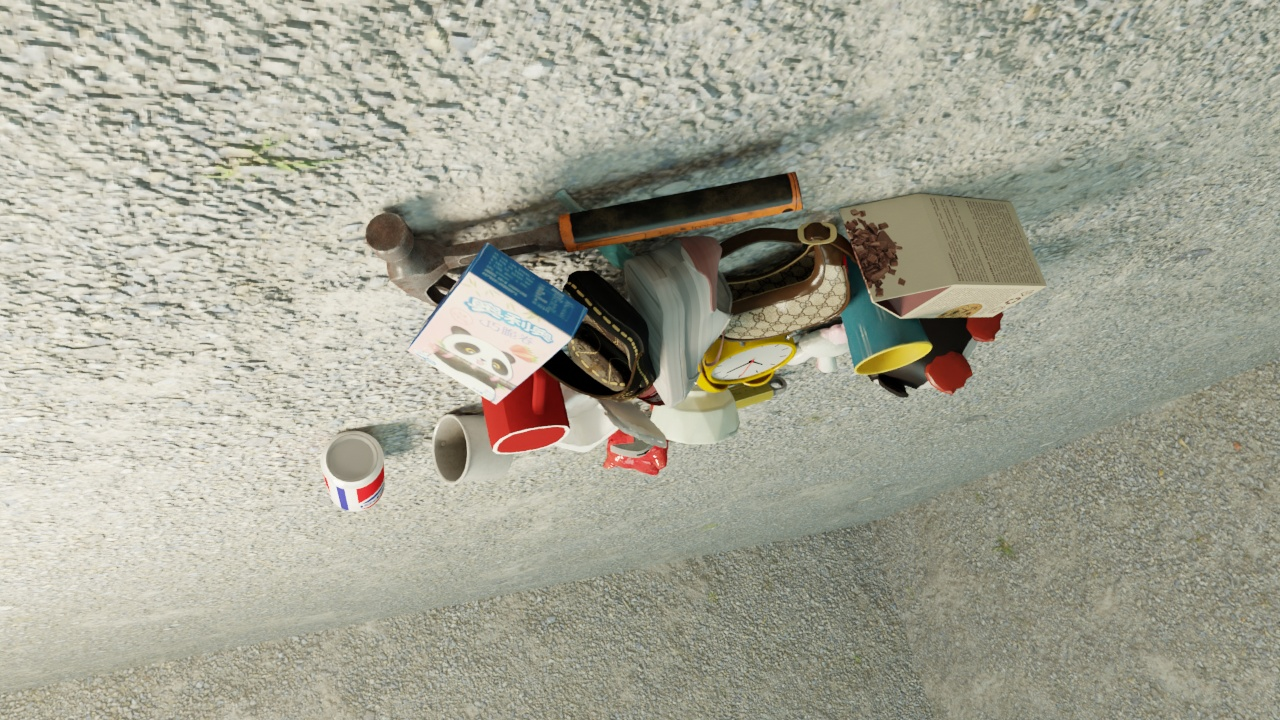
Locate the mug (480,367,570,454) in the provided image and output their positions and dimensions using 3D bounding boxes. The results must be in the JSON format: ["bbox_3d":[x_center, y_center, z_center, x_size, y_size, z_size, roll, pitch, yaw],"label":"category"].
[{"bbox_3d":[-0.118,0.032,0.943,0.080,0.096,0.117,-6,160,-23],"label":"mug"}]

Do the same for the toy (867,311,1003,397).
[{"bbox_3d":[0.312,-0.028,1.091,0.159,0.140,0.184,-54,177,-10],"label":"toy"}]

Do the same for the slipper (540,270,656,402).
[{"bbox_3d":[-0.046,-0.007,0.794,0.075,0.113,0.268,-45,175,-10],"label":"slipper"}]

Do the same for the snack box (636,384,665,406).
[{"bbox_3d":[-0.006,0.006,0.994,0.072,0.072,0.121,-23,158,24],"label":"snack box"}]

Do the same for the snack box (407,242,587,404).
[{"bbox_3d":[-0.113,-0.023,0.701,0.088,0.033,0.155,33,146,-15],"label":"snack box"}]

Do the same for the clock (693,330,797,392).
[{"bbox_3d":[0.123,-0.005,1.094,0.113,0.052,0.152,-8,157,-18],"label":"clock"}]

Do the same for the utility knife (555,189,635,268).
[{"bbox_3d":[-0.036,-0.104,0.744,0.022,0.015,0.141,-18,159,15],"label":"utility knife"}]

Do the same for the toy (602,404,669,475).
[{"bbox_3d":[-0.004,0.112,1.307,0.094,0.088,0.133,8,144,-11],"label":"toy"}]

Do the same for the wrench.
[{"bbox_3d":[0.081,0.069,1.251,0.273,0.083,0.018,-15,138,-16],"label":"wrench"}]

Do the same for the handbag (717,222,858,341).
[{"bbox_3d":[0.125,-0.078,0.876,0.167,0.063,0.138,-15,152,24],"label":"handbag"}]

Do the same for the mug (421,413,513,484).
[{"bbox_3d":[-0.213,0.104,1.123,0.070,0.084,0.113,-1,-174,-42],"label":"mug"}]

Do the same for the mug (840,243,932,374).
[{"bbox_3d":[0.233,-0.056,0.917,0.078,0.121,0.078,-13,162,-4],"label":"mug"}]

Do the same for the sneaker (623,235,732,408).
[{"bbox_3d":[0.043,-0.036,0.834,0.089,0.099,0.236,-26,159,-9],"label":"sneaker"}]

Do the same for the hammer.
[{"bbox_3d":[-0.034,-0.095,0.703,0.314,0.035,0.138,-10,162,2],"label":"hammer"}]

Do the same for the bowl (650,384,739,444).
[{"bbox_3d":[0.070,0.056,1.178,0.117,0.061,0.117,0,-159,0],"label":"bowl"}]

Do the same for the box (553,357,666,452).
[{"bbox_3d":[-0.041,0.068,1.026,0.152,0.132,0.107,-38,145,25],"label":"box"}]

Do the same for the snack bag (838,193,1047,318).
[{"bbox_3d":[0.278,-0.098,0.872,0.206,0.094,0.070,-2,158,-33],"label":"snack bag"}]

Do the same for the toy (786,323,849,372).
[{"bbox_3d":[0.233,-0.020,1.152,0.079,0.038,0.123,6,156,-19],"label":"toy"}]

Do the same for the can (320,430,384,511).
[{"bbox_3d":[-0.347,0.137,1.112,0.070,0.070,0.132,-9,160,-18],"label":"can"}]
